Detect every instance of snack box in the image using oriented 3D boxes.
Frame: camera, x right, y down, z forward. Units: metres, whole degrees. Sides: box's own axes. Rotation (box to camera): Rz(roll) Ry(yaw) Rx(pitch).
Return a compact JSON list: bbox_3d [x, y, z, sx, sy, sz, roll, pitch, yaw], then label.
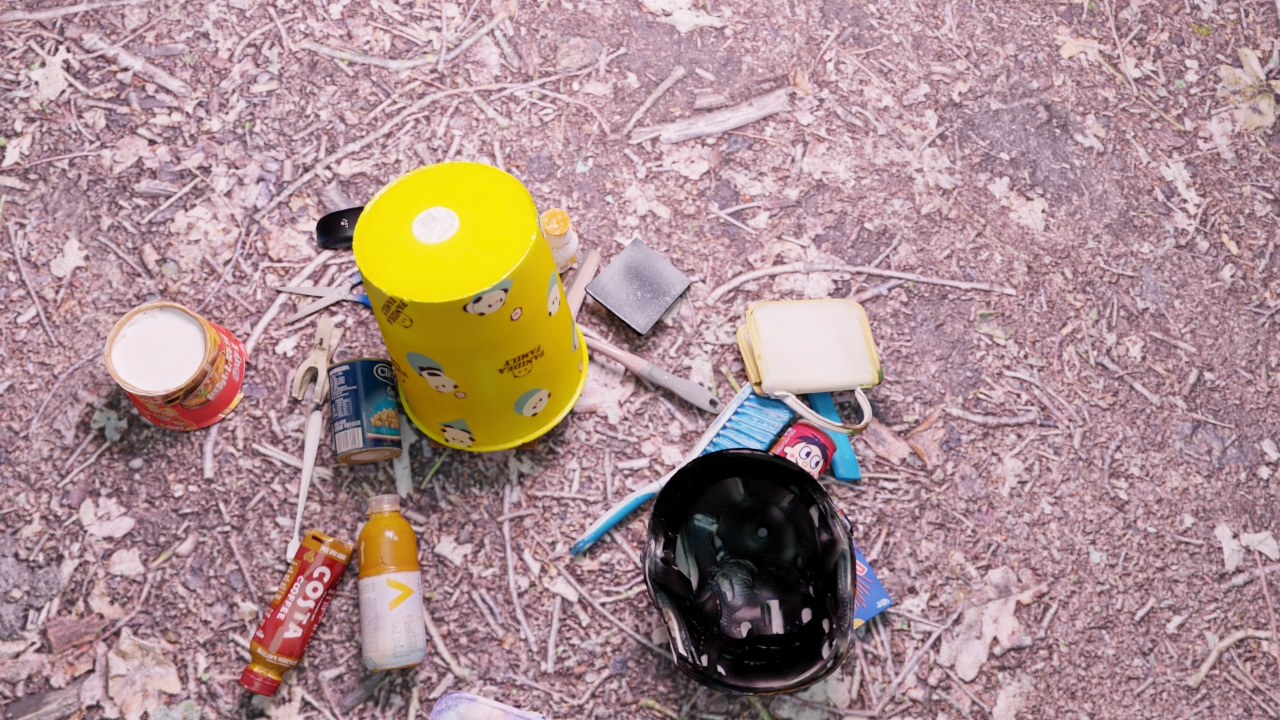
[{"bbox_3d":[0.226,0.247,1.107,0.084,0.026,0.157,-29,79,-15],"label":"snack box"}]

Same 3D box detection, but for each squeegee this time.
[{"bbox_3d":[-0.007,0.007,1.145,0.249,0.040,0.247,25,71,0],"label":"squeegee"}]

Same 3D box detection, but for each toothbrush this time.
[{"bbox_3d":[-0.389,0.145,1.065,0.016,0.016,0.179,5,70,-8],"label":"toothbrush"}]

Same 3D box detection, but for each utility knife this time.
[{"bbox_3d":[0.228,0.042,1.175,0.034,0.018,0.238,-13,75,-17],"label":"utility knife"}]

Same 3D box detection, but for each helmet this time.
[{"bbox_3d":[0.126,0.221,1.022,0.230,0.156,0.274,-14,91,11],"label":"helmet"}]

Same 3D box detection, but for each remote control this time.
[{"bbox_3d":[-0.342,-0.173,1.162,0.136,0.024,0.053,-10,76,-10],"label":"remote control"}]

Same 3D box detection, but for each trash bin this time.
[{"bbox_3d":[-0.183,-0.059,0.995,0.229,0.256,0.229,-2,57,3],"label":"trash bin"}]

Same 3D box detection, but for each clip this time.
[{"bbox_3d":[-0.384,0.001,1.096,0.034,0.071,0.100,12,78,-3],"label":"clip"}]

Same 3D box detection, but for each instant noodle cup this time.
[{"bbox_3d":[-0.530,0.002,1.039,0.138,0.109,0.137,2,73,-7],"label":"instant noodle cup"}]

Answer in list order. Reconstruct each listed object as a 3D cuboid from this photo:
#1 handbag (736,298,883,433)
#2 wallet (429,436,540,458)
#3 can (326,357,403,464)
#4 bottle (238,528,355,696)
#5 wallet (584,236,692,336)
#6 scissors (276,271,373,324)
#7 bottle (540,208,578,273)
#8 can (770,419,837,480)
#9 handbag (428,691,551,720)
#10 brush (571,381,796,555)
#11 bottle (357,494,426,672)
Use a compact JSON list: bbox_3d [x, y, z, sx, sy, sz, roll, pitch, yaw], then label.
[{"bbox_3d":[0.213,0.014,1.133,0.163,0.063,0.178,-4,61,-13],"label":"handbag"},{"bbox_3d":[-0.183,0.062,1.100,0.131,0.035,0.119,0,69,4],"label":"wallet"},{"bbox_3d":[-0.320,0.060,1.067,0.075,0.075,0.111,-8,75,-10],"label":"can"},{"bbox_3d":[-0.377,0.275,1.002,0.057,0.057,0.174,23,71,0],"label":"bottle"},{"bbox_3d":[-0.002,-0.095,1.172,0.097,0.019,0.120,38,56,5],"label":"wallet"},{"bbox_3d":[-0.355,-0.083,1.140,0.164,0.012,0.162,35,73,5],"label":"scissors"},{"bbox_3d":[-0.108,-0.151,1.142,0.063,0.108,0.063,2,74,-8],"label":"bottle"},{"bbox_3d":[0.189,0.125,1.118,0.066,0.067,0.093,40,72,5],"label":"can"},{"bbox_3d":[-0.181,0.454,0.966,0.134,0.076,0.193,22,73,-5],"label":"handbag"},{"bbox_3d":[0.057,0.143,1.107,0.109,0.061,0.314,38,74,11],"label":"brush"},{"bbox_3d":[-0.279,0.245,1.019,0.068,0.068,0.189,-6,74,-9],"label":"bottle"}]
